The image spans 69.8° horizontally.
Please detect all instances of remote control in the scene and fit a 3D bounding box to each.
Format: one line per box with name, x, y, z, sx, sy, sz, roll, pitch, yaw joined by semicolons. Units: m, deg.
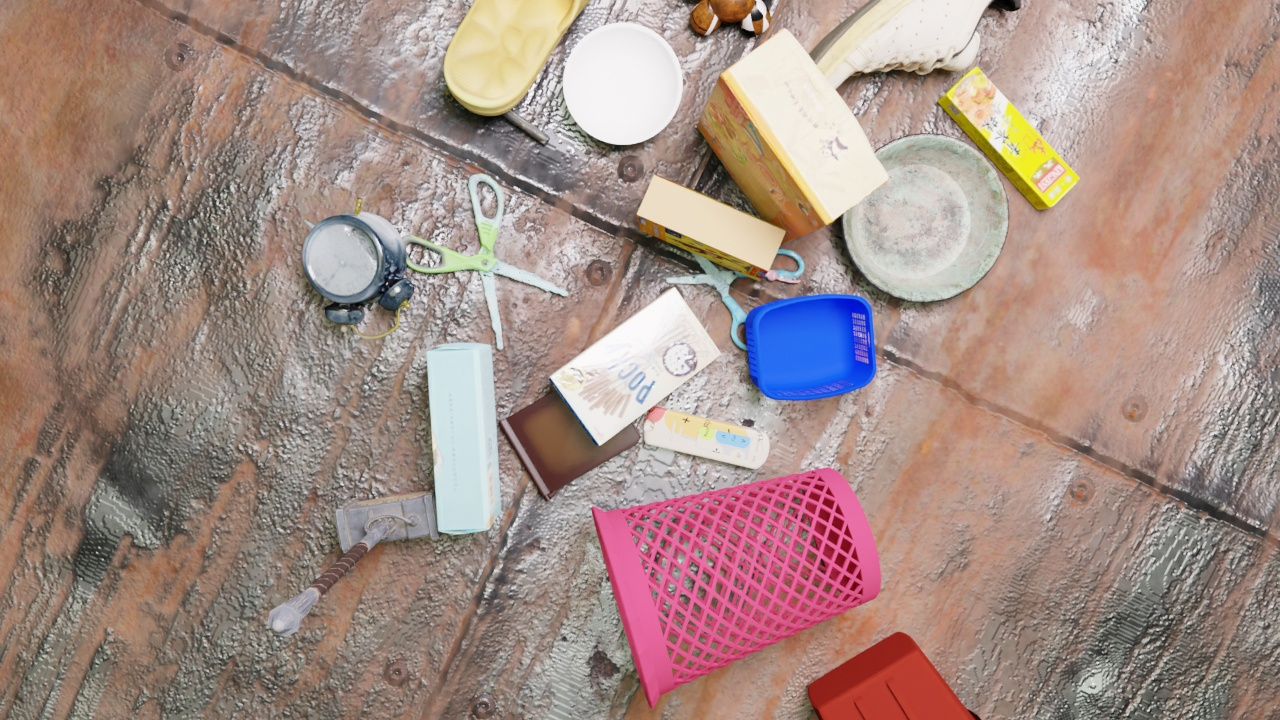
remote control;0.064;0.076;0.903;0.125;0.018;0.038;13;94;1

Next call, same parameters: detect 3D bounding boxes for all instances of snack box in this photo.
snack box;0.128;-0.188;0.794;0.080;0.195;0.145;-36;93;0
snack box;-0.166;0.071;0.873;0.053;0.075;0.174;-2;95;1
snack box;-0.005;0.005;0.879;0.150;0.026;0.082;-37;94;-9
snack box;0.064;-0.120;0.846;0.126;0.088;0.040;24;91;3
snack box;0.351;-0.211;0.876;0.040;0.029;0.148;-44;93;3

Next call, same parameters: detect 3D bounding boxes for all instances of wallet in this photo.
wallet;-0.068;0.071;0.904;0.115;0.018;0.091;-30;93;5

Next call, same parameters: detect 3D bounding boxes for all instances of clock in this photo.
clock;-0.266;-0.083;0.870;0.090;0.052;0.129;-19;97;10

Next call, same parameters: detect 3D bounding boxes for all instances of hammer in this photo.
hammer;-0.237;0.162;0.754;0.098;0.322;0.044;-9;94;0

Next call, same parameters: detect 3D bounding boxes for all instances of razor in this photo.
razor;-0.132;-0.240;0.877;0.106;0.026;0.042;34;91;-7

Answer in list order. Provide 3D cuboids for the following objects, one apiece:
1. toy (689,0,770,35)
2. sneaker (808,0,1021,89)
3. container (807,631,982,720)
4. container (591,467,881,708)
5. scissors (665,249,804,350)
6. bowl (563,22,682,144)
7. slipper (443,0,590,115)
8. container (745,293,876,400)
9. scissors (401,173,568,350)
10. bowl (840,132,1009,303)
toy;0.085;-0.366;0.851;0.087;0.067;0.112;0;85;0
sneaker;0.251;-0.297;0.848;0.241;0.089;0.102;-38;101;-2
container;0.263;0.381;0.871;0.148;0.127;0.201;-32;84;1
container;0.089;0.191;0.843;0.225;0.183;0.183;-16;94;-7
scissors;0.093;-0.063;0.898;0.136;0.015;0.125;-2;93;6
bowl;-0.016;-0.256;0.865;0.110;0.040;0.110;0;94;0
slipper;-0.095;-0.347;0.831;0.099;0.078;0.263;29;84;3
container;0.157;-0.015;0.869;0.114;0.058;0.096;-8;98;-8
scissors;-0.149;-0.100;0.890;0.171;0.023;0.168;18;88;-3
bowl;0.267;-0.134;0.877;0.157;0.038;0.157;0;94;0
